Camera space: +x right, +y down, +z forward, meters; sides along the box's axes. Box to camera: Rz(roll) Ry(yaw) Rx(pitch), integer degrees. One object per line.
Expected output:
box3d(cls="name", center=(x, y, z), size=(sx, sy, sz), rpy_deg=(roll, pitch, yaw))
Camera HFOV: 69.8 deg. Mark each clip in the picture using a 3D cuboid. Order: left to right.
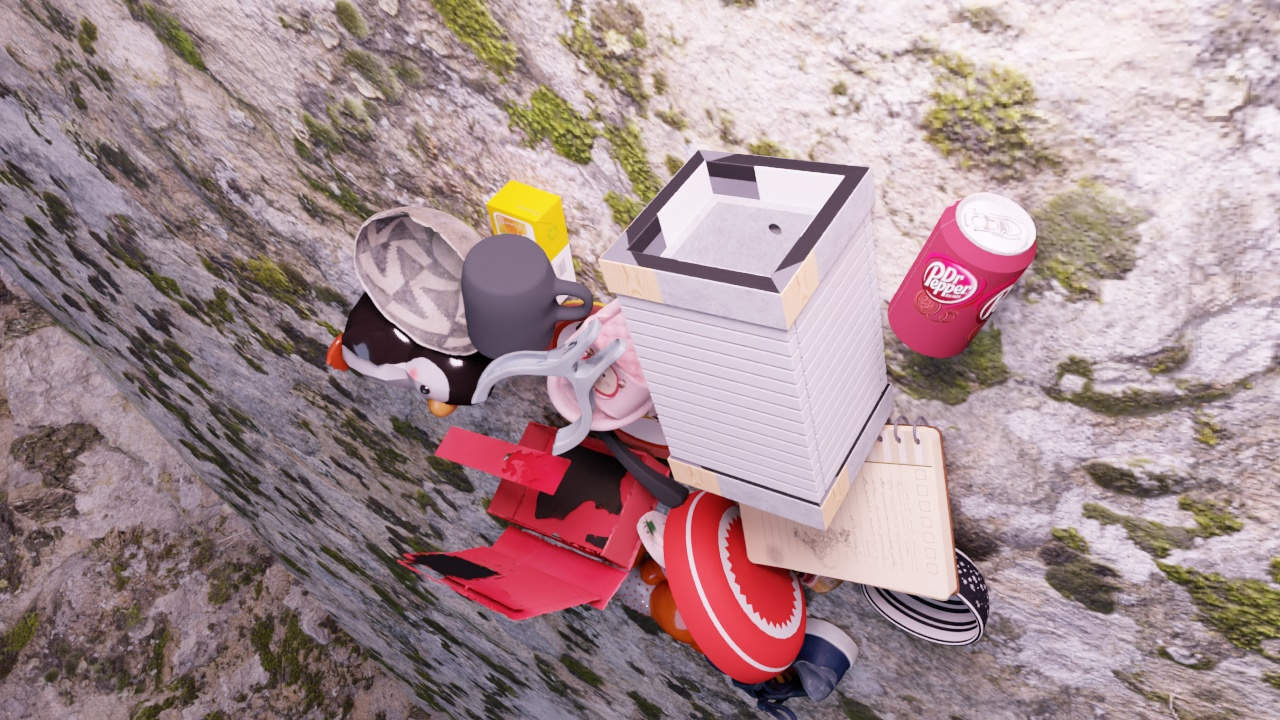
box3d(cls="clip", center=(-0.103, 0.010, 0.848), size=(0.159, 0.030, 0.174), rpy_deg=(21, 130, -10))

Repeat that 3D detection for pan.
box3d(cls="pan", center=(0.061, 0.175, 0.973), size=(0.067, 0.208, 0.356), rpy_deg=(-32, 96, 29))

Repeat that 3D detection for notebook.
box3d(cls="notebook", center=(0.181, 0.128, 0.864), size=(0.226, 0.024, 0.167), rpy_deg=(0, 105, 45))

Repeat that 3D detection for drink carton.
box3d(cls="drink carton", center=(-0.104, -0.109, 0.896), size=(0.058, 0.040, 0.123), rpy_deg=(23, 145, 24))

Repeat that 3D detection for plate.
box3d(cls="plate", center=(-0.009, 0.021, 0.982), size=(0.230, 0.021, 0.230), rpy_deg=(26, 146, 19))

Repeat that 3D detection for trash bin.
box3d(cls="trash bin", center=(0.096, -0.014, 0.720), size=(0.143, 0.142, 0.247), rpy_deg=(15, 141, 33))

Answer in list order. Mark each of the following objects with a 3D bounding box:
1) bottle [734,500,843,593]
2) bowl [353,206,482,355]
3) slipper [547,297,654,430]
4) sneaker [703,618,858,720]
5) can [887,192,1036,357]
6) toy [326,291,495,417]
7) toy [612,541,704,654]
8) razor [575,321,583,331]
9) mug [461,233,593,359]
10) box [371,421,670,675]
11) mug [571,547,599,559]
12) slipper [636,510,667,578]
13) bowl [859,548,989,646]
box3d(cls="bottle", center=(0.152, 0.175, 0.981), size=(0.166, 0.059, 0.060), rpy_deg=(44, 148, -7))
box3d(cls="bowl", center=(-0.211, -0.096, 0.978), size=(0.178, 0.081, 0.179), rpy_deg=(20, 136, 20))
box3d(cls="slipper", center=(-0.011, -0.007, 0.867), size=(0.107, 0.055, 0.222), rpy_deg=(47, 126, 3))
box3d(cls="sneaker", center=(0.162, 0.423, 1.227), size=(0.120, 0.127, 0.295), rpy_deg=(46, 149, -9))
box3d(cls="can", center=(0.216, -0.055, 0.623), size=(0.063, 0.063, 0.114), rpy_deg=(31, 147, 12))
box3d(cls="toy", center=(-0.248, -0.016, 1.085), size=(0.184, 0.140, 0.159), rpy_deg=(25, -176, 22))
box3d(cls="toy", center=(0.040, 0.318, 1.256), size=(0.172, 0.092, 0.164), rpy_deg=(30, 147, 37))
box3d(cls="razor", center=(-0.005, 0.005, 0.915), size=(0.144, 0.022, 0.043), rpy_deg=(32, 146, 10))
box3d(cls="mug", center=(-0.104, -0.058, 0.855), size=(0.121, 0.085, 0.095), rpy_deg=(5, 144, 0))
box3d(cls="box", center=(-0.124, 0.218, 1.066), size=(0.211, 0.317, 0.121), rpy_deg=(12, 138, 41))
box3d(cls="mug", center=(-0.047, 0.211, 1.195), size=(0.074, 0.089, 0.105), rpy_deg=(-1, 131, 46))
box3d(cls="slipper", center=(0.059, 0.244, 1.062), size=(0.239, 0.064, 0.094), rpy_deg=(38, -165, -48))
box3d(cls="bowl", center=(0.283, 0.213, 0.892), size=(0.120, 0.066, 0.120), rpy_deg=(26, 146, 19))
